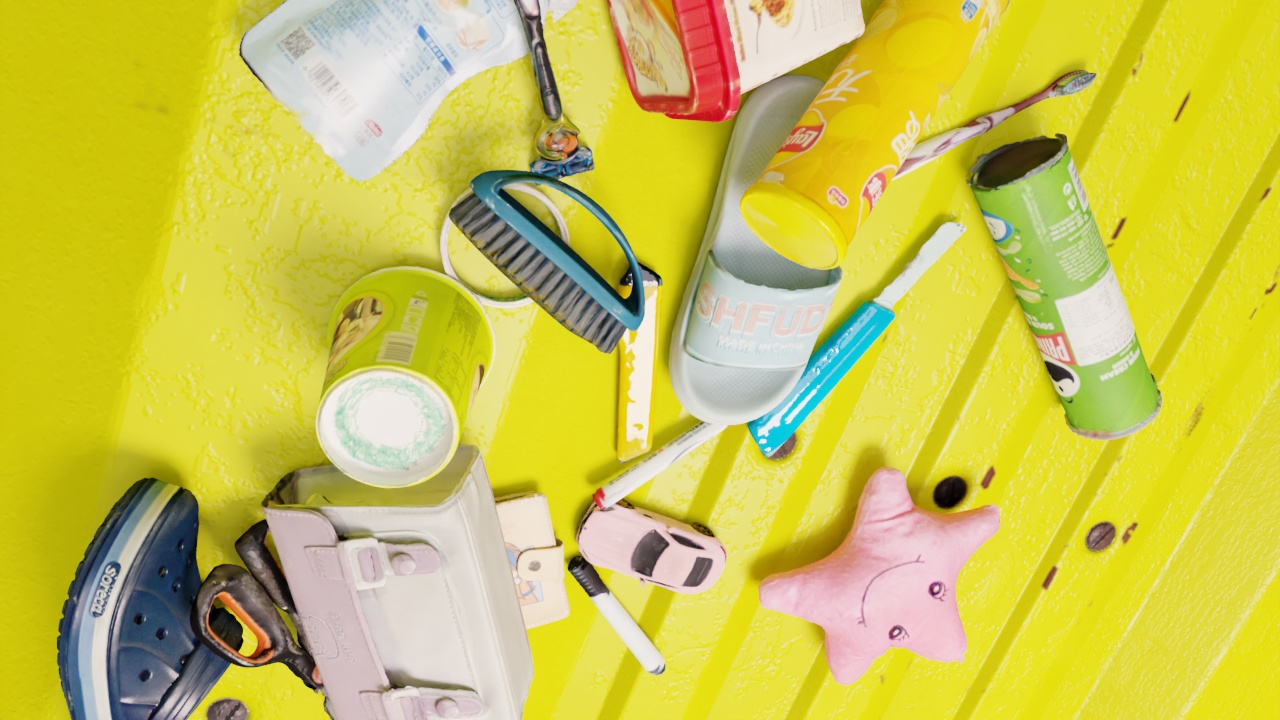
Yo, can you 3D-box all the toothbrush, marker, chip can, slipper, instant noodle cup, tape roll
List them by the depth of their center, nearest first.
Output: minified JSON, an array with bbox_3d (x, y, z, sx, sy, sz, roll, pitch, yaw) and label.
[{"bbox_3d":[0.057,-0.214,0.549,0.124,0.116,0.117,-24,114,-17],"label":"instant noodle cup"},{"bbox_3d":[0.147,-0.159,0.568,0.072,0.072,0.213,41,76,-22],"label":"chip can"},{"bbox_3d":[-0.149,0.015,0.568,0.111,0.123,0.112,-2,116,-5],"label":"instant noodle cup"},{"bbox_3d":[-0.090,-0.078,0.613,0.085,0.014,0.086,-4,110,-11],"label":"tape roll"},{"bbox_3d":[-0.322,0.205,0.617,0.095,0.105,0.253,8,109,-12],"label":"slipper"},{"bbox_3d":[0.091,-0.067,0.625,0.104,0.074,0.246,7,106,-16],"label":"slipper"},{"bbox_3d":[0.239,-0.164,0.652,0.187,0.017,0.016,-26,112,-3],"label":"toothbrush"},{"bbox_3d":[0.318,-0.051,0.682,0.072,0.072,0.236,-32,113,0],"label":"chip can"},{"bbox_3d":[0.028,0.066,0.685,0.145,0.017,0.017,-34,113,-4],"label":"marker"},{"bbox_3d":[-0.017,0.205,0.731,0.018,0.023,0.131,-47,116,-29],"label":"marker"}]

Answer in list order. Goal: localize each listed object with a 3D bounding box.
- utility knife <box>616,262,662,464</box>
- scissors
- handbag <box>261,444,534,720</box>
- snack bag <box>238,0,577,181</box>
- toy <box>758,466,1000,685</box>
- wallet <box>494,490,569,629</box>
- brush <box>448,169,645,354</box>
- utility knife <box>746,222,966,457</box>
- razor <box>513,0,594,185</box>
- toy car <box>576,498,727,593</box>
[{"bbox_3d":[-0.004,0.004,0.662,0.033,0.015,0.157,1,111,-6],"label":"utility knife"},{"bbox_3d":[-0.233,0.205,0.673,0.022,0.152,0.234,-1,150,25],"label":"scissors"},{"bbox_3d":[-0.164,0.167,0.636,0.145,0.098,0.197,-6,111,10],"label":"handbag"},{"bbox_3d":[-0.131,-0.203,0.545,0.191,0.039,0.110,-39,113,2],"label":"snack bag"},{"bbox_3d":[0.211,0.180,0.741,0.195,0.074,0.178,-45,104,6],"label":"toy"},{"bbox_3d":[-0.100,0.155,0.694,0.087,0.024,0.115,-9,111,-4],"label":"wallet"},{"bbox_3d":[-0.049,-0.070,0.586,0.144,0.055,0.073,40,98,-22],"label":"brush"},{"bbox_3d":[0.161,-0.018,0.688,0.034,0.018,0.225,39,99,-20],"label":"utility knife"},{"bbox_3d":[-0.058,-0.173,0.562,0.042,0.022,0.143,-17,129,-9],"label":"razor"},{"bbox_3d":[0.010,0.146,0.707,0.122,0.037,0.056,22,102,-18],"label":"toy car"}]
